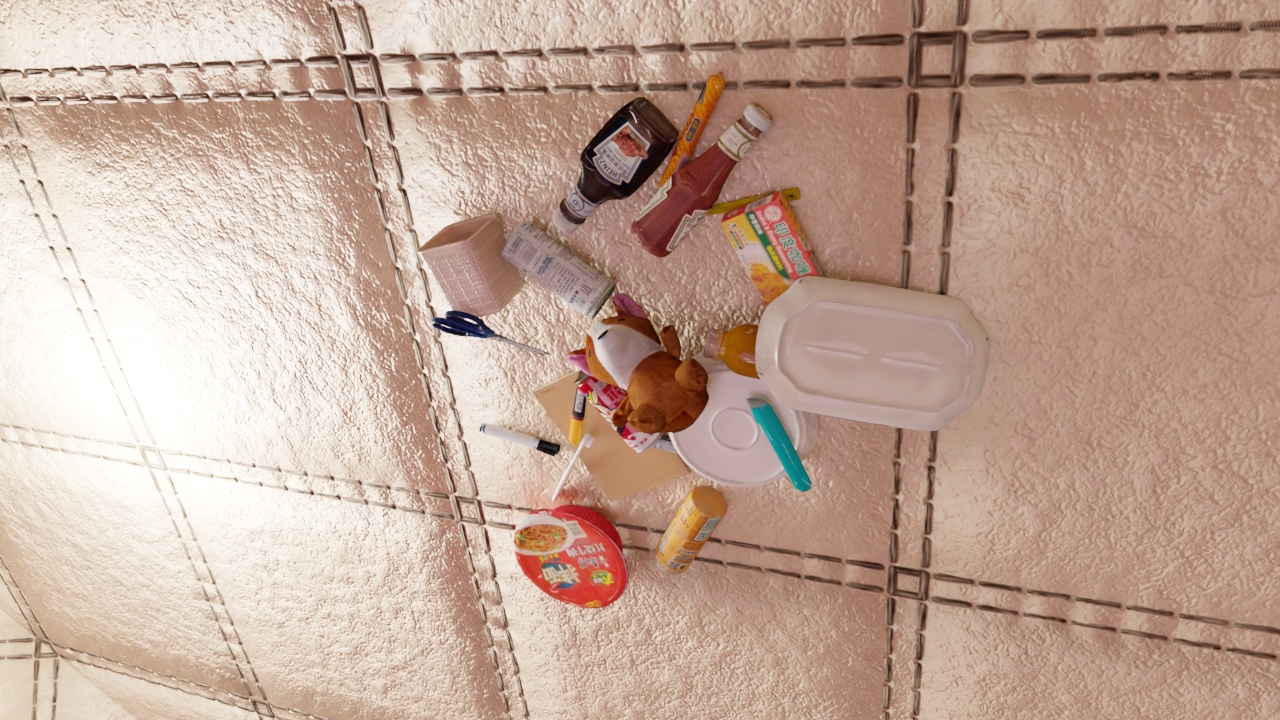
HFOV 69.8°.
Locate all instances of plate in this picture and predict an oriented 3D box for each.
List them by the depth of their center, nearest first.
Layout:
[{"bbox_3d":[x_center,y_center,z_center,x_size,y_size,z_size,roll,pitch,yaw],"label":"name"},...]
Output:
[{"bbox_3d":[0.266,-0.006,1.050,0.266,0.034,0.162,10,97,4],"label":"plate"},{"bbox_3d":[0.127,0.082,1.202,0.205,0.045,0.205,6,116,13],"label":"plate"}]

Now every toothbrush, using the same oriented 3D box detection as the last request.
[{"bbox_3d":[0.096,-0.179,1.088,0.190,0.016,0.016,-7,115,27],"label":"toothbrush"},{"bbox_3d":[-0.102,0.163,1.372,0.016,0.016,0.181,32,135,2],"label":"toothbrush"}]

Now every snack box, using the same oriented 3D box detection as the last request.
[{"bbox_3d":[0.165,-0.117,1.081,0.077,0.026,0.156,-19,117,31],"label":"snack box"}]

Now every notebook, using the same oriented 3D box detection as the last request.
[{"bbox_3d":[-0.042,0.101,1.324,0.150,0.012,0.211,-24,108,31],"label":"notebook"}]

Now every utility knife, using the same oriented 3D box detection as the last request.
[{"bbox_3d":[0.178,0.106,1.165,0.029,0.012,0.151,-21,109,27],"label":"utility knife"}]

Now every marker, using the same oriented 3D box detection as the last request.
[{"bbox_3d":[-0.087,0.066,1.306,0.018,0.015,0.124,16,120,11],"label":"marker"},{"bbox_3d":[-0.184,0.119,1.390,0.131,0.022,0.018,14,130,14],"label":"marker"}]

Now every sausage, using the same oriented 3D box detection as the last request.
[{"bbox_3d":[0.058,-0.258,1.054,0.021,0.021,0.166,31,126,4],"label":"sausage"}]

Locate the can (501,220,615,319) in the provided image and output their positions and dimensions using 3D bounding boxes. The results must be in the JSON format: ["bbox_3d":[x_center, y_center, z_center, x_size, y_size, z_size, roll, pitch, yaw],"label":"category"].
[{"bbox_3d":[-0.106,-0.117,1.188,0.147,0.058,0.058,36,127,0],"label":"can"}]

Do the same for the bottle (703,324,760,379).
[{"bbox_3d":[0.172,-0.004,1.115,0.189,0.067,0.068,11,124,6],"label":"bottle"}]

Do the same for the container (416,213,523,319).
[{"bbox_3d":[-0.221,-0.122,1.219,0.090,0.089,0.111,-8,118,28],"label":"container"}]

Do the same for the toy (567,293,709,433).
[{"bbox_3d":[-0.007,0.007,1.154,0.140,0.199,0.130,-44,141,3],"label":"toy"}]

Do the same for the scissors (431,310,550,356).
[{"bbox_3d":[-0.207,-0.031,1.260,0.125,0.012,0.173,-3,157,25],"label":"scissors"}]

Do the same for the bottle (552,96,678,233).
[{"bbox_3d":[-0.040,-0.226,1.104,0.080,0.043,0.195,45,127,-6],"label":"bottle"}]

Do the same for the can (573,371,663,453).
[{"bbox_3d":[-0.028,0.063,1.256,0.053,0.053,0.133,-34,103,35],"label":"can"}]

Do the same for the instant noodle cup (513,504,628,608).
[{"bbox_3d":[-0.100,0.294,1.433,0.194,0.065,0.194,11,124,17],"label":"instant noodle cup"}]

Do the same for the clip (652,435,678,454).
[{"bbox_3d":[0.042,0.117,1.284,0.058,0.045,0.027,12,121,14],"label":"clip"}]

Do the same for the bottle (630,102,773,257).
[{"bbox_3d":[0.071,-0.206,1.051,0.060,0.059,0.207,42,117,-5],"label":"bottle"}]

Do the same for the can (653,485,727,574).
[{"bbox_3d":[0.071,0.248,1.334,0.058,0.058,0.146,31,126,4],"label":"can"}]
